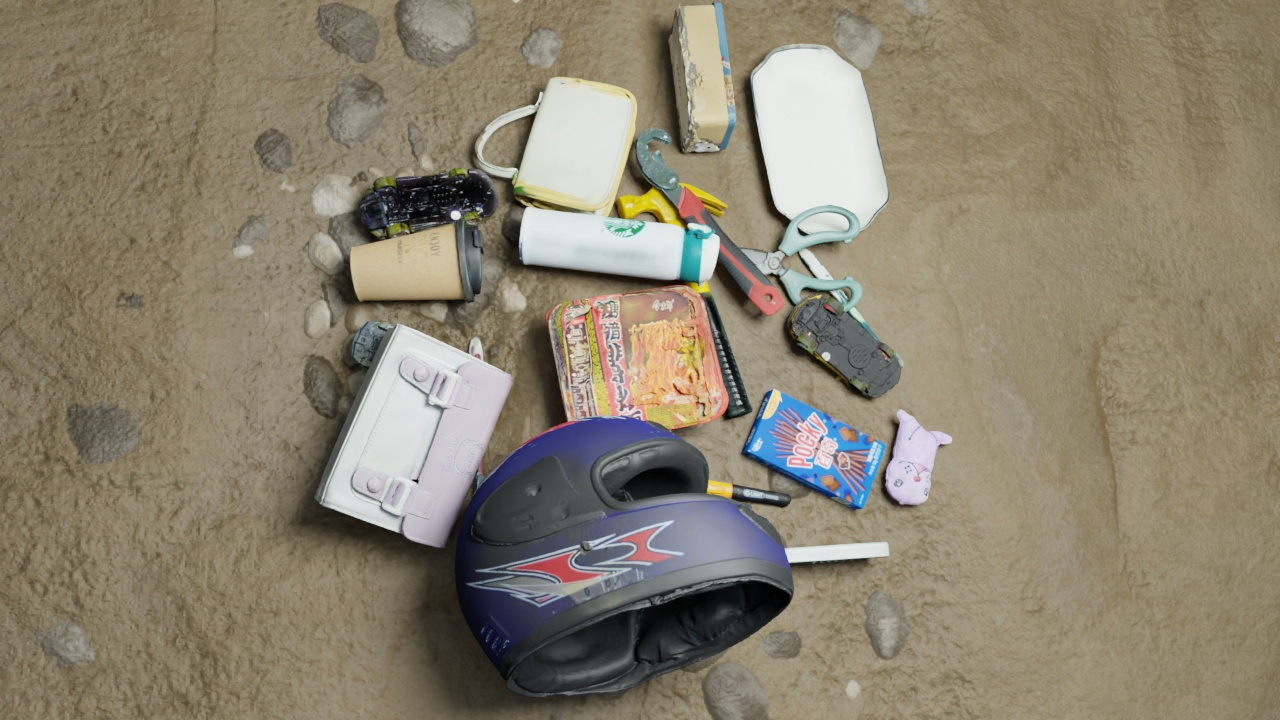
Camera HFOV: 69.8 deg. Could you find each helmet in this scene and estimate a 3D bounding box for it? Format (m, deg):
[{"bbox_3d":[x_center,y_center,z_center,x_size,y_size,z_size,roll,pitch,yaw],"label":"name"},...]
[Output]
[{"bbox_3d":[-0.028,0.171,0.897,0.316,0.247,0.240,-25,54,14],"label":"helmet"}]

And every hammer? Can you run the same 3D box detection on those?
[{"bbox_3d":[0.074,-0.076,1.104,0.128,0.033,0.300,-15,80,-14],"label":"hammer"}]

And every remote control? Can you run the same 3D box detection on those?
[{"bbox_3d":[0.212,0.221,1.050,0.135,0.056,0.019,-1,77,-13],"label":"remote control"}]

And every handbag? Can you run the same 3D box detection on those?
[{"bbox_3d":[-0.103,-0.257,1.099,0.179,0.063,0.163,14,75,1],"label":"handbag"},{"bbox_3d":[-0.231,0.080,0.955,0.145,0.099,0.196,25,79,-25],"label":"handbag"}]

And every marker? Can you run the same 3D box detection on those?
[{"bbox_3d":[0.117,0.154,1.067,0.123,0.015,0.018,11,79,-11],"label":"marker"}]

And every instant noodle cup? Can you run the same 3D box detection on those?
[{"bbox_3d":[-0.006,0.006,1.043,0.188,0.079,0.164,-9,79,-13],"label":"instant noodle cup"}]

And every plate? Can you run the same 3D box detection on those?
[{"bbox_3d":[0.225,-0.281,1.184,0.162,0.034,0.265,-8,79,-13],"label":"plate"}]

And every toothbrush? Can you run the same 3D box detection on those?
[{"bbox_3d":[0.260,-0.066,1.152,0.016,0.018,0.191,-37,84,-12],"label":"toothbrush"},{"bbox_3d":[-0.181,0.065,1.024,0.016,0.017,0.187,-1,78,-13],"label":"toothbrush"}]

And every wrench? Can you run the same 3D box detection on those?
[{"bbox_3d":[0.079,-0.165,1.101,0.056,0.016,0.273,-35,85,-16],"label":"wrench"}]

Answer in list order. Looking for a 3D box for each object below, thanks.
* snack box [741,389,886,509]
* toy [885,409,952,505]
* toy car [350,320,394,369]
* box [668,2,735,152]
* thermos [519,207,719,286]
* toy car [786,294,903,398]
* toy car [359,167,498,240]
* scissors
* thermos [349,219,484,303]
[{"bbox_3d":[0.207,0.106,1.092,0.157,0.026,0.084,26,73,-5],"label":"snack box"},{"bbox_3d":[0.331,0.124,1.108,0.084,0.039,0.107,24,72,-15],"label":"toy"},{"bbox_3d":[-0.259,-0.002,1.014,0.120,0.037,0.054,24,77,-16],"label":"toy car"},{"bbox_3d":[0.075,-0.356,1.142,0.062,0.090,0.184,-2,79,-6],"label":"box"},{"bbox_3d":[-0.023,-0.133,1.054,0.224,0.073,0.073,7,75,2],"label":"thermos"},{"bbox_3d":[0.248,-0.015,1.117,0.156,0.041,0.071,38,87,-9],"label":"toy car"},{"bbox_3d":[-0.241,-0.179,1.056,0.158,0.042,0.070,-13,80,-21],"label":"toy car"},{"bbox_3d":[0.198,-0.136,1.130,0.177,0.019,0.169,17,96,1],"label":"scissors"},{"bbox_3d":[-0.243,-0.105,1.018,0.143,0.093,0.093,-7,78,-6],"label":"thermos"}]
